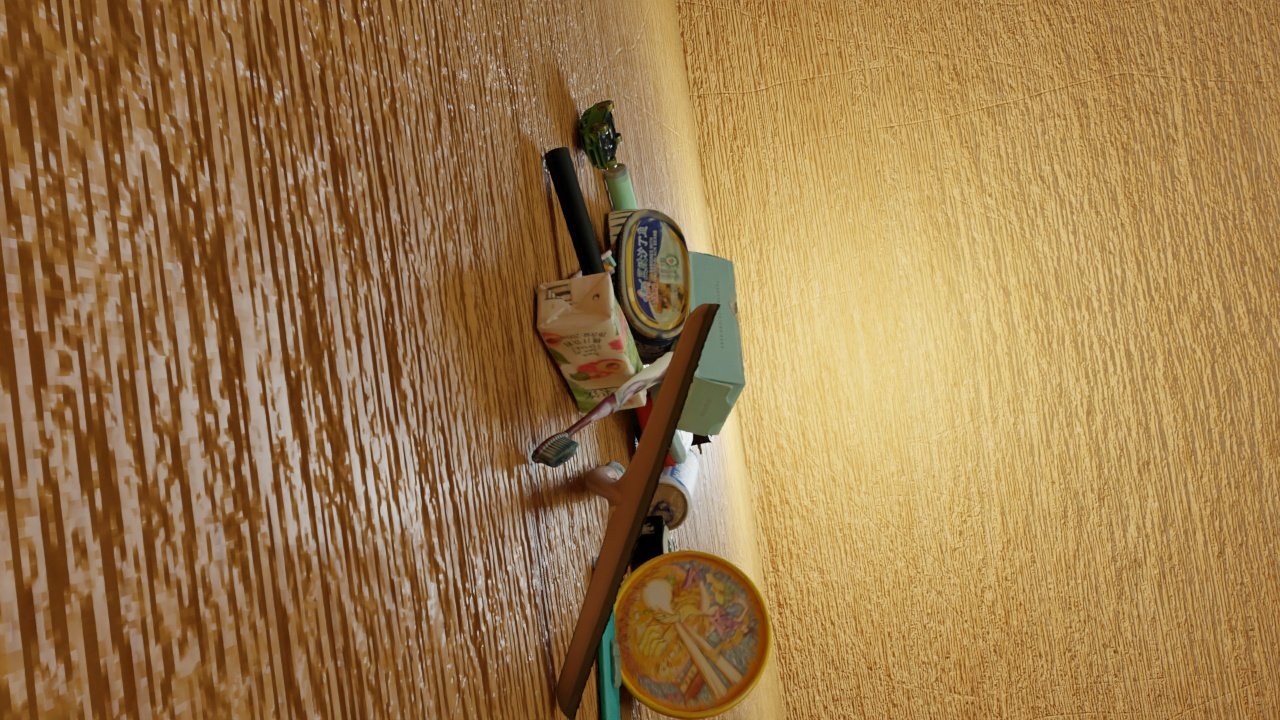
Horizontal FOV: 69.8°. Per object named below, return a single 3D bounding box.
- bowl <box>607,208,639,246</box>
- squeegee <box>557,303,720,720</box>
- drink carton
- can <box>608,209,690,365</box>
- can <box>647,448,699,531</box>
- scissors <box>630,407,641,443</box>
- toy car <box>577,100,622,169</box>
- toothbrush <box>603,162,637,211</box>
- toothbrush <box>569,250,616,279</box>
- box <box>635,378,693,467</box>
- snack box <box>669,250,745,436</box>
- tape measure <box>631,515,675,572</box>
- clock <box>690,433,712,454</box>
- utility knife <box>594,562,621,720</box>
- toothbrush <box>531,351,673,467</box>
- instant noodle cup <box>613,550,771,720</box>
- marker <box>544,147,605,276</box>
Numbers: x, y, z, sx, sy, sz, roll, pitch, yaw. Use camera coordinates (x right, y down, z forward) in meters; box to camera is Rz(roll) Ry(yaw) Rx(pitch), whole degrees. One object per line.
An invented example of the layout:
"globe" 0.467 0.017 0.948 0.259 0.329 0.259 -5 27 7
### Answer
"bowl" 0.010 -0.106 0.965 0.116 0.066 0.116 -11 89 -84
"squeegee" -0.019 0.087 0.636 0.250 0.040 0.247 124 -15 -85
"drink carton" -0.032 -0.010 0.653 0.122 0.053 0.045 69 15 -57
"can" 0.006 -0.070 0.850 0.049 0.074 0.148 123 -27 -53
"can" 0.029 0.125 0.916 0.134 0.053 0.053 -54 135 -78
"scissors" -0.006 0.012 0.943 0.159 0.014 0.177 65 17 -60
"toy car" -0.039 -0.213 0.870 0.091 0.036 0.043 -88 168 -55
"toothbrush" -0.004 -0.124 1.045 0.027 0.026 0.225 -121 -169 -47
"toothbrush" -0.045 -0.063 0.734 0.189 0.021 0.029 -59 160 -74
"box" 0.033 0.046 0.952 0.201 0.047 0.086 -56 132 -77
"snack box" 0.058 -0.019 0.867 0.074 0.051 0.174 111 -14 -45
"tape measure" 0.013 0.180 0.825 0.066 0.033 0.065 67 16 -53
"clock" 0.054 0.063 1.141 0.122 0.055 0.081 68 16 -49
"utility knife" -0.020 0.222 0.631 0.029 0.013 0.186 48 33 -58
"toothbrush" -0.014 0.029 0.618 0.187 0.017 0.016 -34 139 -54
"instant noodle cup" 0.039 0.218 0.706 0.114 0.118 0.118 80 5 -63
"marker" -0.046 -0.099 0.699 0.022 0.020 0.132 -11 82 -46
